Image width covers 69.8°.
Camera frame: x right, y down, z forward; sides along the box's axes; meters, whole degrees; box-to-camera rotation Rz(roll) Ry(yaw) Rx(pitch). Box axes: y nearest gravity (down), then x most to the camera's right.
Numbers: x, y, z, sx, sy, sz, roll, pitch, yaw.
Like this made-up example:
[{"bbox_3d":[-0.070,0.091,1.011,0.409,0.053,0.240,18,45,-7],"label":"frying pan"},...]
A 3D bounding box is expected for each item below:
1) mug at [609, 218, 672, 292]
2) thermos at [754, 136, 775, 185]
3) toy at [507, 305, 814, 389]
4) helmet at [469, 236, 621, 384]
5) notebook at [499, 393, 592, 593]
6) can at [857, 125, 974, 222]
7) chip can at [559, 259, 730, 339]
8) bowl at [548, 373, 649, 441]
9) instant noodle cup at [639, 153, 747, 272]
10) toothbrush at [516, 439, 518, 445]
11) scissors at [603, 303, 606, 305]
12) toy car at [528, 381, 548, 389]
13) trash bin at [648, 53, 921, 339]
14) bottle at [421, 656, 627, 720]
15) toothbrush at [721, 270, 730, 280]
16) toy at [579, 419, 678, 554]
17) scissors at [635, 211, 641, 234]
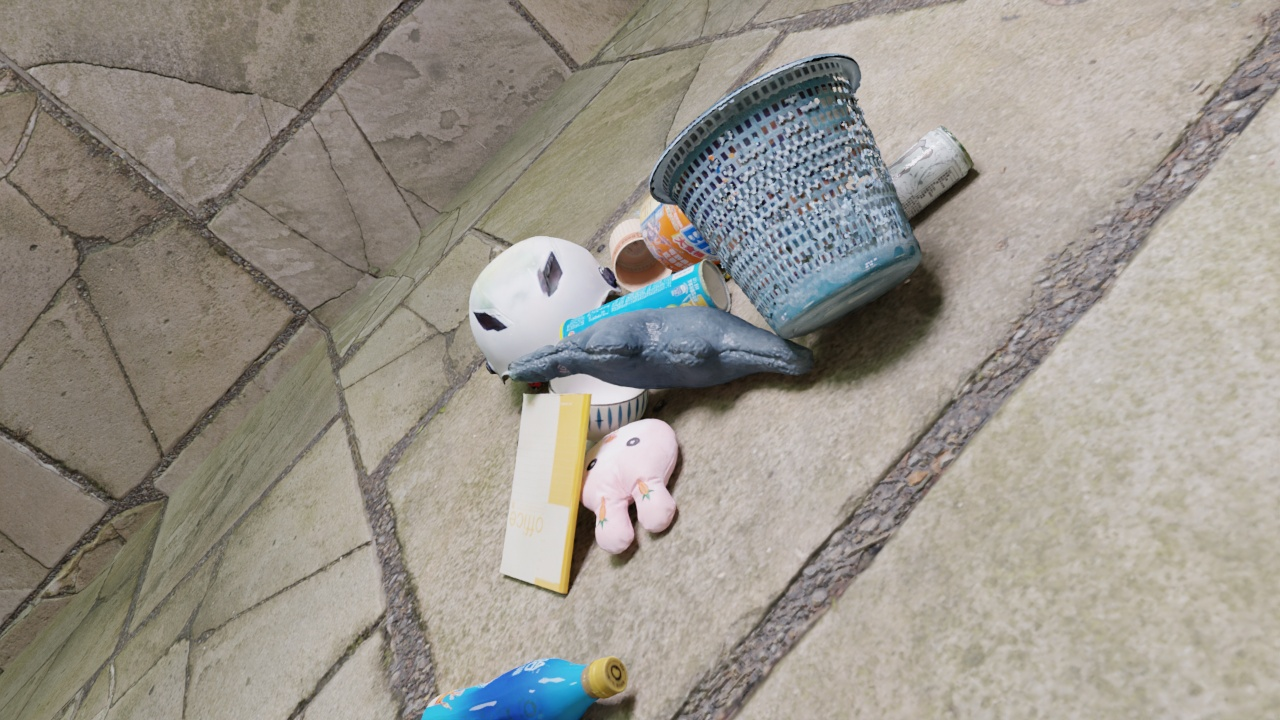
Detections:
[{"bbox_3d":[0.013,-0.156,1.315,0.114,0.082,0.105,-16,26,0],"label":"mug"},{"bbox_3d":[0.177,-0.299,1.280,0.070,0.070,0.219,-16,38,48],"label":"thermos"},{"bbox_3d":[0.025,-0.009,0.989,0.357,0.091,0.137,-3,14,27],"label":"toy"},{"bbox_3d":[-0.156,-0.092,1.319,0.229,0.146,0.258,-37,15,7],"label":"helmet"},{"bbox_3d":[-0.104,0.137,0.995,0.146,0.010,0.206,-3,78,56],"label":"notebook"},{"bbox_3d":[0.266,-0.173,0.947,0.147,0.058,0.058,-40,25,14],"label":"can"},{"bbox_3d":[0.004,-0.053,1.133,0.211,0.071,0.071,-22,33,27],"label":"chip can"},{"bbox_3d":[-0.048,0.052,1.065,0.116,0.066,0.116,0,26,0],"label":"bowl"},{"bbox_3d":[0.078,-0.185,1.175,0.112,0.151,0.151,-29,28,49],"label":"instant noodle cup"},{"bbox_3d":[-0.084,0.070,1.168,0.213,0.026,0.027,-31,68,30],"label":"toothbrush"},{"bbox_3d":[-0.058,-0.021,1.281,0.207,0.015,0.193,-2,50,57],"label":"scissors"},{"bbox_3d":[-0.128,-0.003,1.349,0.106,0.031,0.049,-49,23,-3],"label":"toy car"},{"bbox_3d":[0.150,-0.136,0.861,0.226,0.195,0.227,-27,-11,-6],"label":"trash bin"},{"bbox_3d":[-0.101,0.299,0.793,0.219,0.065,0.065,-29,29,32],"label":"bottle"},{"bbox_3d":[0.056,-0.063,1.163,0.186,0.017,0.012,-42,57,8],"label":"toothbrush"},{"bbox_3d":[-0.011,0.123,0.940,0.121,0.054,0.159,-31,33,11],"label":"toy"},{"bbox_3d":[0.053,-0.187,1.290,0.133,0.017,0.135,-18,43,-37],"label":"scissors"}]
